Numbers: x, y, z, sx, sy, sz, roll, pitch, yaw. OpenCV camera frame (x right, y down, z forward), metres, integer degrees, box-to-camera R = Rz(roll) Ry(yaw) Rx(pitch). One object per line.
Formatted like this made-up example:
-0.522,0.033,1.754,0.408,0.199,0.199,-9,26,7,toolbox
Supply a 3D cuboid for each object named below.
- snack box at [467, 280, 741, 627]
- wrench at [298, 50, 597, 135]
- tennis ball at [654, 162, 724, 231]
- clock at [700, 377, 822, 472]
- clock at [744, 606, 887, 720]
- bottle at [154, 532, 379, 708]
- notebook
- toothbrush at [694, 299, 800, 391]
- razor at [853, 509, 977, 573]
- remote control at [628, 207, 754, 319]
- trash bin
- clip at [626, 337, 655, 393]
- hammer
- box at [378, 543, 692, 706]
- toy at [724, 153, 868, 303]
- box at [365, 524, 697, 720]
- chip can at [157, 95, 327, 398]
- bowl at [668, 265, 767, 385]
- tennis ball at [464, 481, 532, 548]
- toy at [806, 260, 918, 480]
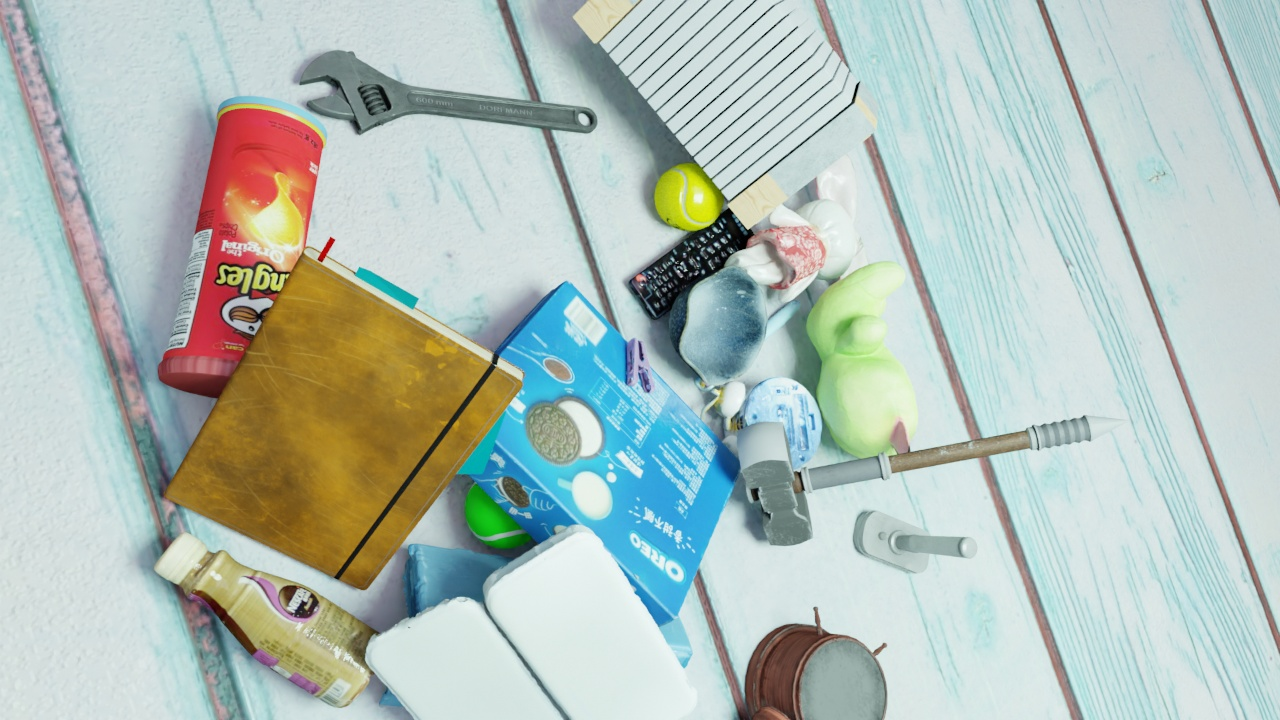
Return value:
-0.033,0.074,0.756,0.239,0.056,0.195,47,38,-10,snack box
-0.163,-0.230,0.825,0.272,0.018,0.073,-1,79,-29,wrench
0.047,-0.158,0.886,0.065,0.066,0.065,6,75,-26,tennis ball
0.113,0.063,0.877,0.125,0.052,0.088,2,78,-27,clock
0.159,0.315,0.831,0.120,0.072,0.157,30,66,-18,clock
-0.264,0.181,0.653,0.166,0.060,0.059,38,64,-13,bottle
-0.198,0.051,0.637,0.178,0.250,0.014,32,26,-17,notebook
0.111,-0.018,0.915,0.154,0.022,0.016,-39,139,-28,toothbrush
0.281,0.180,0.898,0.088,0.116,0.047,24,73,-21,razor
0.052,-0.096,0.901,0.150,0.022,0.047,-38,97,-27,remote control
0.089,-0.278,0.858,0.247,0.143,0.142,49,27,-9,trash bin
0.002,0.008,0.790,0.043,0.014,0.051,39,39,-20,clip
0.252,0.085,0.801,0.156,0.323,0.043,65,17,-44,hammer
-0.087,0.232,0.747,0.231,0.094,0.112,15,114,-25,box
0.168,-0.116,0.925,0.193,0.084,0.159,-29,110,-35,toy
-0.073,0.233,0.674,0.191,0.045,0.209,-27,118,-2,box
-0.292,-0.081,0.685,0.087,0.087,0.213,11,73,-25,chip can
0.064,-0.035,0.865,0.110,0.055,0.110,-10,107,-37,bowl
-0.109,0.119,0.743,0.065,0.065,0.065,6,75,-26,tennis ball
0.216,0.011,0.902,0.107,0.150,0.196,3,76,3,toy
